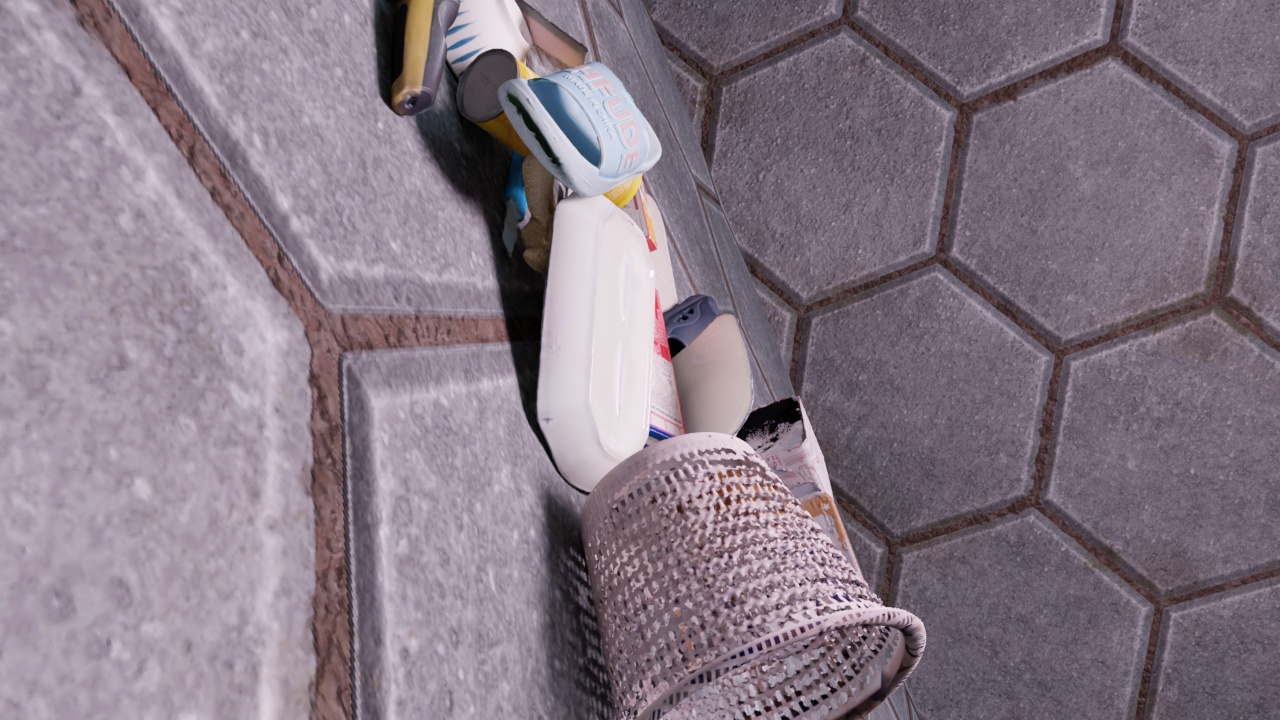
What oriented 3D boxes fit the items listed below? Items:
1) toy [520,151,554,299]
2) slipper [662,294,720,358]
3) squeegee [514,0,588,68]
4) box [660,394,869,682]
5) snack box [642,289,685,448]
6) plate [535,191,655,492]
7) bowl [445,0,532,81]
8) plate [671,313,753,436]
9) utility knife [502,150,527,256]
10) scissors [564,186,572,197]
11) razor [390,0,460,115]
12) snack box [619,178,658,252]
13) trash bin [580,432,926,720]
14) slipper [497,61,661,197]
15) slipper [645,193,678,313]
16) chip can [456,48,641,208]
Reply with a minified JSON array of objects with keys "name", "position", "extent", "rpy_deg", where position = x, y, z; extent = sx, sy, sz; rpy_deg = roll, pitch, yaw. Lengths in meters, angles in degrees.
[{"name":"toy","position":[-0.073,-0.114,0.813],"extent":[0.105,0.066,0.157],"rpy_deg":[-93,172,-68]},{"name":"slipper","position":[0.077,-0.019,1.088],"extent":[0.267,0.083,0.111],"rpy_deg":[-50,126,-64]},{"name":"squeegee","position":[-0.106,-0.270,0.986],"extent":[0.247,0.040,0.250],"rpy_deg":[45,-15,35]},{"name":"box","position":[0.104,0.157,0.885],"extent":[0.273,0.179,0.125],"rpy_deg":[-98,161,-48]},{"name":"snack box","position":[-0.005,0.005,0.913],"extent":[0.058,0.057,0.207],"rpy_deg":[30,36,-37]},{"name":"plate","position":[-0.027,-0.021,0.780],"extent":[0.162,0.034,0.265],"rpy_deg":[38,51,-57]},{"name":"bowl","position":[-0.144,-0.307,0.863],"extent":[0.116,0.066,0.116],"rpy_deg":[-21,90,-77]},{"name":"plate","position":[0.056,0.049,0.902],"extent":[0.034,0.165,0.163],"rpy_deg":[31,33,-28]},{"name":"utility knife","position":[-0.114,-0.156,0.857],"extent":[0.215,0.018,0.034],"rpy_deg":[-91,156,-53]},{"name":"scissors","position":[-0.084,-0.143,0.959],"extent":[0.196,0.015,0.205],"rpy_deg":[36,35,-66]},{"name":"razor","position":[-0.175,-0.253,0.708],"extent":[0.067,0.062,0.167],"rpy_deg":[20,48,-32]},{"name":"snack box","position":[-0.030,-0.180,1.096],"extent":[0.027,0.077,0.155],"rpy_deg":[53,21,-49]},{"name":"trash bin","position":[0.055,0.167,0.656],"extent":[0.227,0.227,0.192],"rpy_deg":[52,8,-50]},{"name":"slipper","position":[-0.031,-0.201,0.784],"extent":[0.104,0.074,0.244],"rpy_deg":[55,24,2]},{"name":"slipper","position":[0.009,-0.076,1.135],"extent":[0.114,0.054,0.274],"rpy_deg":[24,55,-66]},{"name":"chip can","position":[-0.081,-0.214,0.881],"extent":[0.213,0.072,0.072],"rpy_deg":[24,46,-57]}]
